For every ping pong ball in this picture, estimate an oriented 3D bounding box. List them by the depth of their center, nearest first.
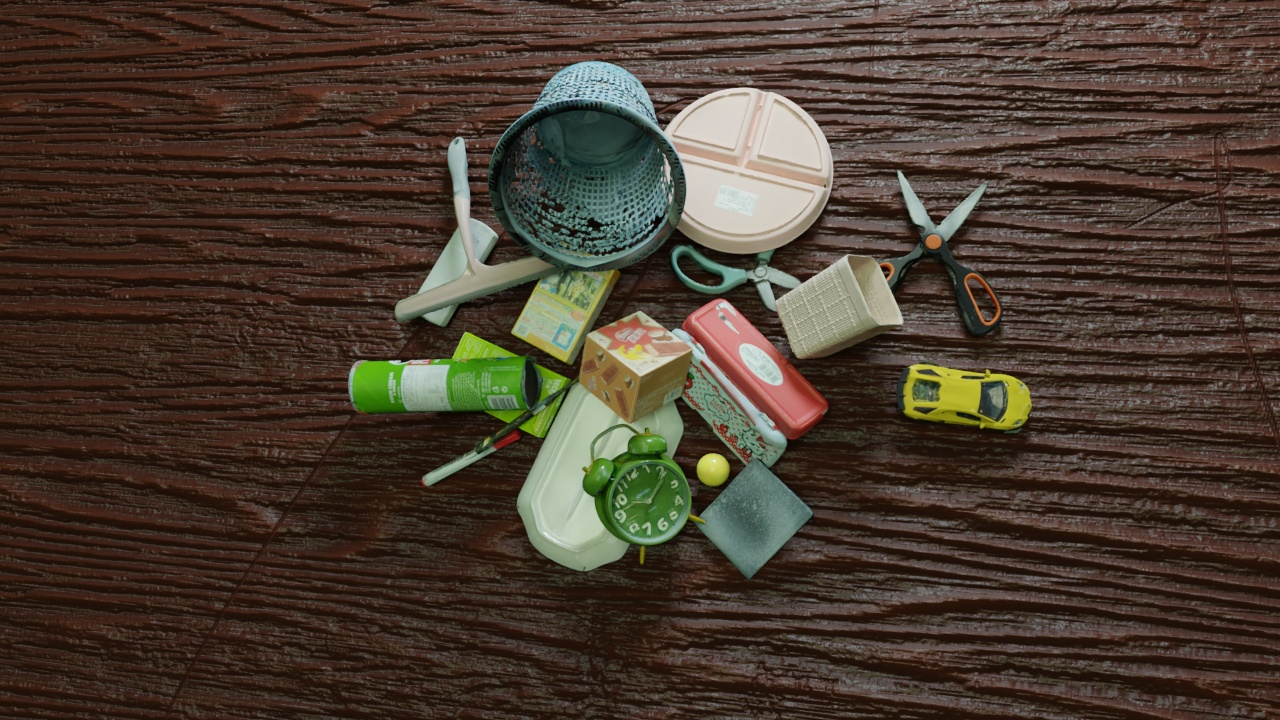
[{"bbox_3d":[0.089,0.134,1.121,0.040,0.040,0.040,-2,81,11],"label":"ping pong ball"}]

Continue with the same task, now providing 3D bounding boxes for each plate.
[{"bbox_3d":[-0.055,0.132,1.153,0.162,0.034,0.265,26,87,14],"label":"plate"},{"bbox_3d":[0.129,-0.246,1.161,0.229,0.028,0.229,-1,76,3],"label":"plate"}]

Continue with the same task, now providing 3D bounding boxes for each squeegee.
[{"bbox_3d":[-0.234,-0.200,1.219,0.248,0.040,0.249,-17,68,12],"label":"squeegee"}]

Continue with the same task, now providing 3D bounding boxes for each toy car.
[{"bbox_3d":[0.379,0.043,1.077,0.156,0.041,0.071,9,83,11],"label":"toy car"}]

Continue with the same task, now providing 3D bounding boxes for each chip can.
[{"bbox_3d":[-0.247,0.032,1.161,0.236,0.072,0.072,-2,81,13],"label":"chip can"}]

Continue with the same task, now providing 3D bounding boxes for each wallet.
[{"bbox_3d":[0.135,0.189,1.099,0.097,0.019,0.121,45,110,13],"label":"wallet"}]

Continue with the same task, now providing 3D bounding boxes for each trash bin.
[{"bbox_3d":[-0.058,-0.254,1.115,0.227,0.227,0.194,-8,41,10],"label":"trash bin"}]

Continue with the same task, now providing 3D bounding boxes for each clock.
[{"bbox_3d":[-0.003,0.151,1.096,0.116,0.056,0.161,-32,97,-10],"label":"clock"}]

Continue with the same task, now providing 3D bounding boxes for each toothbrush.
[{"bbox_3d":[-0.134,0.065,1.161,0.186,0.017,0.012,-35,113,5],"label":"toothbrush"}]

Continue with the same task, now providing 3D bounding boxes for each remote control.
[{"bbox_3d":[-0.250,-0.120,1.237,0.058,0.021,0.150,30,88,22],"label":"remote control"}]

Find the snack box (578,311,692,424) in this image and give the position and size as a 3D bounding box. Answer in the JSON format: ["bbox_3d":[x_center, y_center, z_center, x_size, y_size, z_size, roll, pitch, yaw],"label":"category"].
[{"bbox_3d":[-0.007,0.006,1.111,0.092,0.077,0.094,-27,52,-38],"label":"snack box"}]

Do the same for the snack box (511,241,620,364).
[{"bbox_3d":[-0.097,-0.075,1.196,0.087,0.033,0.140,27,89,14],"label":"snack box"}]

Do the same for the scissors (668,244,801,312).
[{"bbox_3d":[0.129,-0.145,1.158,0.170,0.019,0.180,17,74,9],"label":"scissors"}]

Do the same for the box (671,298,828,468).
[{"bbox_3d":[0.120,0.032,1.133,0.102,0.101,0.201,-32,71,-35],"label":"box"}]

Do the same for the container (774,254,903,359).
[{"bbox_3d":[0.230,-0.059,1.083,0.111,0.090,0.090,-29,75,35],"label":"container"}]

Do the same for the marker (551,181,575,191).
[{"bbox_3d":[-0.067,-0.226,1.220,0.124,0.018,0.015,10,88,12],"label":"marker"}]

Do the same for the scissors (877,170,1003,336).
[{"bbox_3d":[0.351,-0.122,1.118,0.221,0.021,0.233,-30,78,5],"label":"scissors"}]

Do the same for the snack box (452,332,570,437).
[{"bbox_3d":[-0.178,0.031,1.198,0.156,0.026,0.085,23,87,14],"label":"snack box"}]

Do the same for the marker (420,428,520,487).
[{"bbox_3d":[-0.222,0.127,1.197,0.145,0.017,0.017,-28,77,6],"label":"marker"}]
